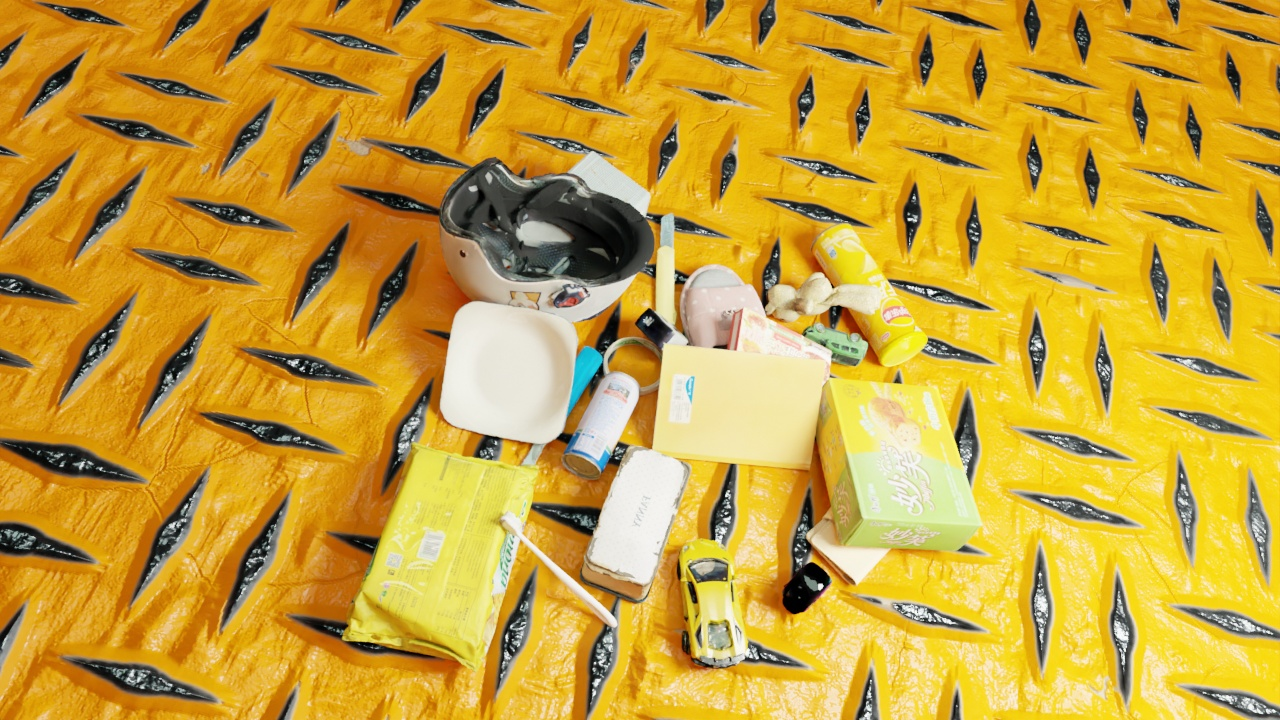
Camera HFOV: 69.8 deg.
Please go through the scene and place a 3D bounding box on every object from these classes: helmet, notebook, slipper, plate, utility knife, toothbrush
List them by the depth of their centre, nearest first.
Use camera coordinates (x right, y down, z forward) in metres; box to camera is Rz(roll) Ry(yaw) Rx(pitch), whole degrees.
[{"bbox_3d":[-0.089,0.233,1.019,0.180,0.016,0.016,46,44,-8],"label":"toothbrush"},{"bbox_3d":[-0.161,0.014,1.141,0.164,0.034,0.164,11,94,8],"label":"plate"},{"bbox_3d":[0.123,0.059,1.153,0.206,0.010,0.146,5,98,-5],"label":"notebook"},{"bbox_3d":[-0.106,0.067,1.161,0.034,0.018,0.218,14,55,23],"label":"utility knife"},{"bbox_3d":[-0.134,-0.133,1.204,0.274,0.157,0.229,10,45,-15],"label":"helmet"},{"bbox_3d":[0.121,-0.023,1.233,0.114,0.055,0.274,-2,59,-11],"label":"slipper"},{"bbox_3d":[0.038,-0.130,1.311,0.031,0.022,0.215,6,63,-6],"label":"utility knife"}]

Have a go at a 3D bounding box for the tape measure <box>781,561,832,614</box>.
[{"bbox_3d":[0.190,0.260,1.058,0.057,0.057,0.039,-39,69,-19],"label":"tape measure"}]

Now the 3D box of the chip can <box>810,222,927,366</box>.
[{"bbox_3d":[0.321,-0.095,1.303,0.072,0.072,0.213,-16,60,-18],"label":"chip can"}]

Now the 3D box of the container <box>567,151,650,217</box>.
[{"bbox_3d":[-0.055,-0.222,1.318,0.111,0.090,0.089,36,59,11],"label":"container"}]

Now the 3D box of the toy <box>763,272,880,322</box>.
[{"bbox_3d":[0.250,-0.082,1.263,0.157,0.066,0.104,1,36,24],"label":"toy"}]

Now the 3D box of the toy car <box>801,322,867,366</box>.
[{"bbox_3d":[0.265,-0.021,1.262,0.091,0.043,0.036,19,57,4],"label":"toy car"}]

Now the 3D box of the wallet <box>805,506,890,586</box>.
[{"bbox_3d":[0.265,0.209,1.124,0.115,0.024,0.087,-37,67,-27],"label":"wallet"}]

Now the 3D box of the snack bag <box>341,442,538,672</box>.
[{"bbox_3d":[-0.219,0.209,1.022,0.158,0.068,0.245,13,57,0],"label":"snack bag"}]

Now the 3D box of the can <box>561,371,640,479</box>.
[{"bbox_3d":[-0.047,0.079,1.141,0.053,0.053,0.134,23,57,6],"label":"can"}]

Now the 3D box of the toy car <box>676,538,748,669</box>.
[{"bbox_3d":[0.079,0.273,1.043,0.071,0.041,0.155,1,56,-9],"label":"toy car"}]

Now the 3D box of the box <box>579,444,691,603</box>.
[{"bbox_3d":[-0.006,0.193,1.071,0.090,0.062,0.183,21,58,6],"label":"box"}]

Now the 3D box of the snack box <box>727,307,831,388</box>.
[{"bbox_3d":[0.183,-0.005,1.204,0.152,0.026,0.075,25,61,-23],"label":"snack box"}]

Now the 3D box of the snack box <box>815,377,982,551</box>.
[{"bbox_3d":[0.312,0.126,1.139,0.157,0.070,0.209,5,50,-12],"label":"snack box"}]

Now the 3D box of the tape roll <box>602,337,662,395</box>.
[{"bbox_3d":[-0.007,0.007,1.218,0.086,0.014,0.085,4,57,-7],"label":"tape roll"}]

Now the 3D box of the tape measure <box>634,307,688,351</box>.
[{"bbox_3d":[0.031,-0.035,1.220,0.066,0.065,0.033,44,98,17],"label":"tape measure"}]
